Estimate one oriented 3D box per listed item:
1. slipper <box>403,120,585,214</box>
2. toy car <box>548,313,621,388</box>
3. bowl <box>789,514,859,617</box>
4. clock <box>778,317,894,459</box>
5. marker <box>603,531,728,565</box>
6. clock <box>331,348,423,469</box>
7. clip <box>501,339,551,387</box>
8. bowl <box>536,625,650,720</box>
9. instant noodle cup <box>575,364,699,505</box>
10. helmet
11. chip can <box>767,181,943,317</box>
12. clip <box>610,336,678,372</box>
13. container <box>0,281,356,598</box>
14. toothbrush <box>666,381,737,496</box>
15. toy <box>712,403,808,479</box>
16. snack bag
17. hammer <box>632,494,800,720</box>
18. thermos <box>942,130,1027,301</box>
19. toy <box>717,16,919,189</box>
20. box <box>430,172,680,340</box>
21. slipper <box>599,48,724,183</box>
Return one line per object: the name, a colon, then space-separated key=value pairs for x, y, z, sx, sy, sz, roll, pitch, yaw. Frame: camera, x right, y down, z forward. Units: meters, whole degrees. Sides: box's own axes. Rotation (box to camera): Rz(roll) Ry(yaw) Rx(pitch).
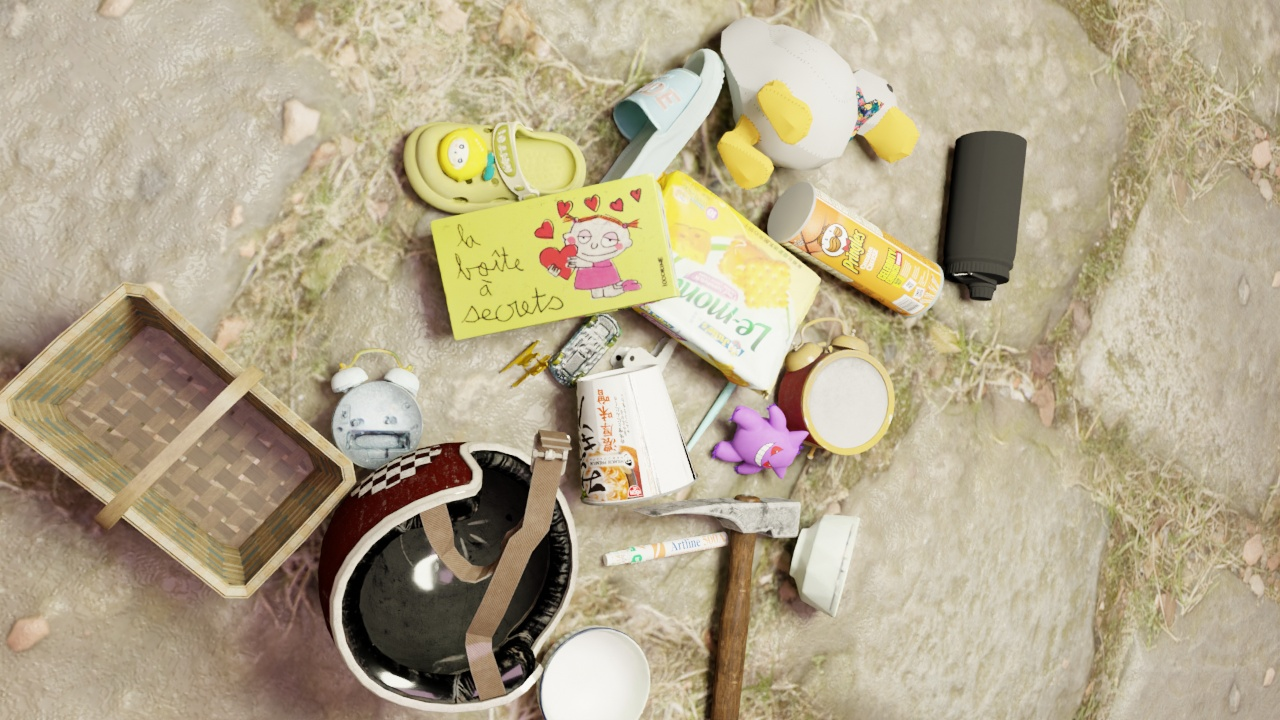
slipper: x=-0.137 y=-0.196 z=0.919 sx=0.190 sy=0.082 sz=0.091 roll=-4 pitch=92 yaw=-26
toy car: x=-0.060 y=-0.012 z=0.971 sx=0.038 sy=0.027 sz=0.089 roll=44 pitch=78 yaw=-15
bowl: x=0.206 y=0.226 z=1.042 sx=0.061 sy=0.117 sz=0.117 roll=15 pitch=80 yaw=16
clock: x=0.216 y=0.029 z=1.057 sx=0.117 sy=0.081 sz=0.159 roll=-11 pitch=96 yaw=-19
marker: x=0.029 y=0.207 z=1.007 sx=0.145 sy=0.017 sz=0.017 roll=-5 pitch=90 yaw=-23
clock: x=-0.252 y=0.047 z=0.873 sx=0.083 sy=0.057 sz=0.117 roll=3 pitch=87 yaw=-22
clip: x=-0.111 y=0.006 z=0.942 sx=0.053 sy=0.049 sz=0.044 roll=-41 pitch=138 yaw=-20
bowl: x=-0.055 y=0.327 z=0.943 sx=0.118 sy=0.062 sz=0.118 roll=1 pitch=88 yaw=-22
instant noodle cup: x=-0.012 y=0.071 z=0.935 sx=0.123 sy=0.124 sz=0.122 roll=-13 pitch=94 yaw=-23
helmet: x=-0.159 y=0.176 z=0.797 sx=0.233 sy=0.253 sz=0.233 roll=-16 pitch=102 yaw=-8
chip can: x=0.252 y=-0.126 z=1.068 sx=0.215 sy=0.075 sz=0.075 roll=25 pitch=79 yaw=-28
clip: x=-0.006 y=0.007 z=1.004 sx=0.056 sy=0.046 sz=0.101 roll=34 pitch=75 yaw=-23
container: x=-0.371 y=0.067 z=0.751 sx=0.250 sy=0.187 sz=0.157 roll=45 pitch=72 yaw=-15
toothbrush: x=0.074 y=0.074 z=1.032 sx=0.016 sy=0.016 sz=0.180 roll=38 pitch=75 yaw=-14
toy: x=0.137 y=0.090 z=1.028 sx=0.088 sy=0.106 sz=0.055 roll=27 pitch=33 yaw=7
snack bag: x=0.072 y=-0.085 z=1.000 sx=0.247 sy=0.068 sz=0.159 roll=35 pitch=71 yaw=-14
hammer: x=0.073 y=0.295 z=0.992 sx=0.217 sy=0.037 sz=0.300 roll=6 pitch=90 yaw=-38
thermos: x=0.430 y=-0.178 z=1.153 sx=0.086 sy=0.086 sz=0.198 roll=10 pitch=84 yaw=-22
toy: x=0.188 y=-0.294 z=1.035 sx=0.246 sy=0.141 sz=0.266 roll=46 pitch=46 yaw=3
box: x=-0.080 y=-0.097 z=0.888 sx=0.221 sy=0.082 sz=0.124 roll=-8 pitch=92 yaw=6
slipper: x=0.003 y=-0.241 z=0.969 sx=0.074 sy=0.104 sz=0.245 roll=40 pitch=79 yaw=-20
